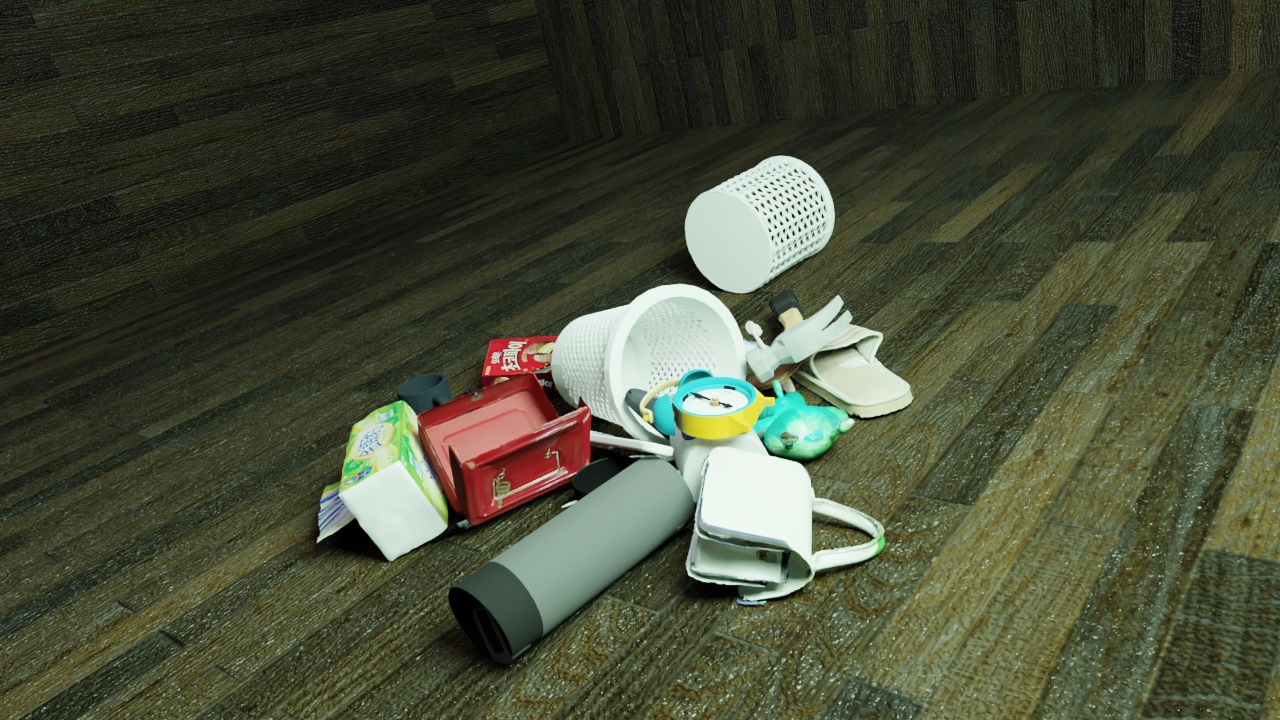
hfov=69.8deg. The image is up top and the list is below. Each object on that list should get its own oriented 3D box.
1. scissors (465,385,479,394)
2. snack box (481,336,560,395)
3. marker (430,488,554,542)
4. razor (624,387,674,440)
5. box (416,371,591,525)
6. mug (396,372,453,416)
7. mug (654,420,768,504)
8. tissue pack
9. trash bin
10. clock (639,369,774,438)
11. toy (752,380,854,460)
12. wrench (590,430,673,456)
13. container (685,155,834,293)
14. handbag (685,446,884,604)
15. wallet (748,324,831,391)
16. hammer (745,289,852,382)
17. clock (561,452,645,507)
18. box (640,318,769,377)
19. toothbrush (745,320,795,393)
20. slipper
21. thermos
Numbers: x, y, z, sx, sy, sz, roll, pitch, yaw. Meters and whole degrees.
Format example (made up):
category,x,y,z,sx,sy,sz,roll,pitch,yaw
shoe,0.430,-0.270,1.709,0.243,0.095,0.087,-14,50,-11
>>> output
category,x,y,z,sx,sy,sz,roll,pitch,yaw
scissors,-0.201,0.057,1.345,0.185,0.015,0.178,-1,25,27
snack box,-0.164,0.008,1.383,0.132,0.036,0.152,-3,21,-3
marker,-0.168,0.173,1.045,0.152,0.011,0.011,-21,23,-20
razor,0.043,0.071,1.036,0.052,0.143,0.047,-53,21,9
box,-0.159,0.081,1.039,0.156,0.157,0.170,-22,47,-24
mug,-0.286,0.070,1.278,0.071,0.077,0.105,-28,26,-32
mug,0.068,0.103,0.968,0.121,0.091,0.090,-15,22,-2
tissue pack,-0.312,0.148,1.069,0.141,0.120,0.197,-30,17,-1
trash bin,-0.007,0.007,1.150,0.195,0.195,0.200,-26,16,-30
clock,0.064,0.045,0.933,0.130,0.044,0.098,9,30,30
toy,0.173,0.066,1.038,0.130,0.072,0.193,-15,12,-3
wrench,-0.028,0.092,1.031,0.066,0.018,0.274,14,-7,-21
container,0.206,-0.236,1.588,0.190,0.189,0.186,9,32,44
handbag,0.136,0.159,0.849,0.176,0.074,0.151,9,26,5
wallet,0.185,-0.001,1.162,0.120,0.013,0.088,-43,11,-29
hammer,0.201,-0.053,1.220,0.131,0.039,0.327,-32,8,11
clock,-0.025,0.136,1.007,0.091,0.042,0.120,4,28,37
box,0.077,-0.027,1.324,0.153,0.067,0.202,-25,25,-27
toothbrush,0.176,-0.003,1.230,0.018,0.016,0.181,20,25,-24
slipper,0.258,-0.001,1.165,0.115,0.052,0.263,-17,22,-6
thermos,-0.059,0.182,0.862,0.239,0.082,0.082,-31,27,-37
